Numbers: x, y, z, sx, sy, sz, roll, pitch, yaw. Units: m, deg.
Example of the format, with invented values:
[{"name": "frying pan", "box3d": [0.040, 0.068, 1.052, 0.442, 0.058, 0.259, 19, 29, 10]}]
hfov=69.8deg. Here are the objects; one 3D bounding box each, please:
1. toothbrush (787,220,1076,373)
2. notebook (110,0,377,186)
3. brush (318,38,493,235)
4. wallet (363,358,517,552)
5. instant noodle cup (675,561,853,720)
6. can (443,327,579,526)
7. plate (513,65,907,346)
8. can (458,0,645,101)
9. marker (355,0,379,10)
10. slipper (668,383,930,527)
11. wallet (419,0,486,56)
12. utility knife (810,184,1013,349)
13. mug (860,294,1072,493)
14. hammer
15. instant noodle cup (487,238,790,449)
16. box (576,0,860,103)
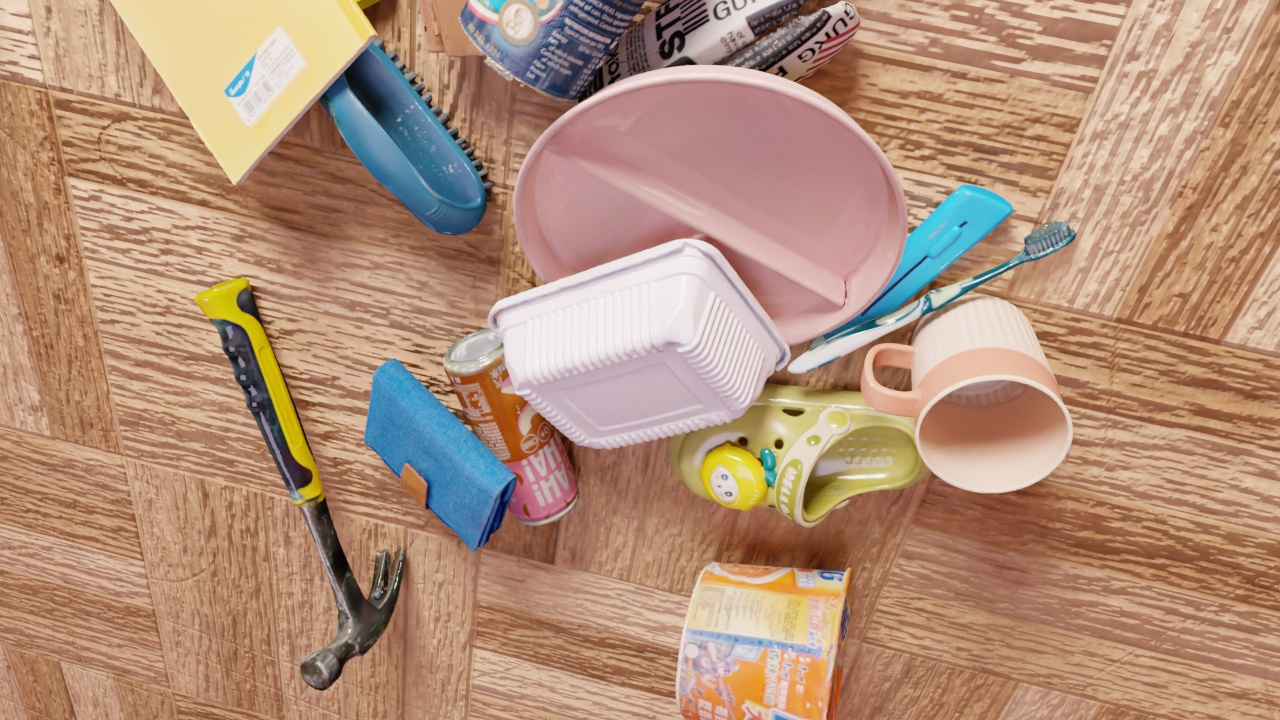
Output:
[{"name": "toothbrush", "box3d": [0.178, -0.038, 0.575, 0.192, 0.016, 0.018, -27, 130, 16]}, {"name": "notebook", "box3d": [-0.255, -0.229, 0.535, 0.146, 0.010, 0.206, -33, 91, 27]}, {"name": "brush", "box3d": [-0.151, -0.137, 0.569, 0.055, 0.073, 0.144, -30, 110, 21]}, {"name": "wallet", "box3d": [-0.154, 0.073, 0.688, 0.133, 0.040, 0.107, 42, 141, 12]}, {"name": "instant noodle cup", "box3d": [0.096, 0.224, 0.701, 0.111, 0.151, 0.151, 7, 123, 18]}, {"name": "can", "box3d": [-0.094, 0.050, 0.682, 0.058, 0.057, 0.147, -10, 119, 18]}, {"name": "plate", "box3d": [0.040, -0.080, 0.546, 0.229, 0.028, 0.230, 6, 144, 4]}, {"name": "can", "box3d": [-0.033, -0.195, 0.460, 0.075, 0.075, 0.111, 36, 118, -10]}, {"name": "marker", "box3d": [-0.205, -0.212, 0.569, 0.124, 0.015, 0.018, -16, 113, 23]}, {"name": "slipper", "box3d": [0.111, 0.068, 0.635, 0.191, 0.081, 0.092, -2, 118, 11]}, {"name": "wallet", "box3d": [-0.076, -0.233, 0.498, 0.108, 0.031, 0.132, -1, 124, 3]}, {"name": "utility knife", "box3d": [0.164, -0.050, 0.586, 0.034, 0.018, 0.160, 36, 123, -11]}, {"name": "mug", "box3d": [0.195, 0.015, 0.567, 0.114, 0.105, 0.082, 8, 122, 8]}, {"name": "hammer", "box3d": [-0.269, 0.091, 0.730, 0.032, 0.125, 0.323, -6, 110, 24]}, {"name": "instant noodle cup", "box3d": [-0.004, 0.004, 0.597, 0.174, 0.060, 0.138, -14, 139, 30]}, {"name": "box", "box3d": [0.045, -0.162, 0.523, 0.163, 0.076, 0.087, -26, 135, 23]}]
